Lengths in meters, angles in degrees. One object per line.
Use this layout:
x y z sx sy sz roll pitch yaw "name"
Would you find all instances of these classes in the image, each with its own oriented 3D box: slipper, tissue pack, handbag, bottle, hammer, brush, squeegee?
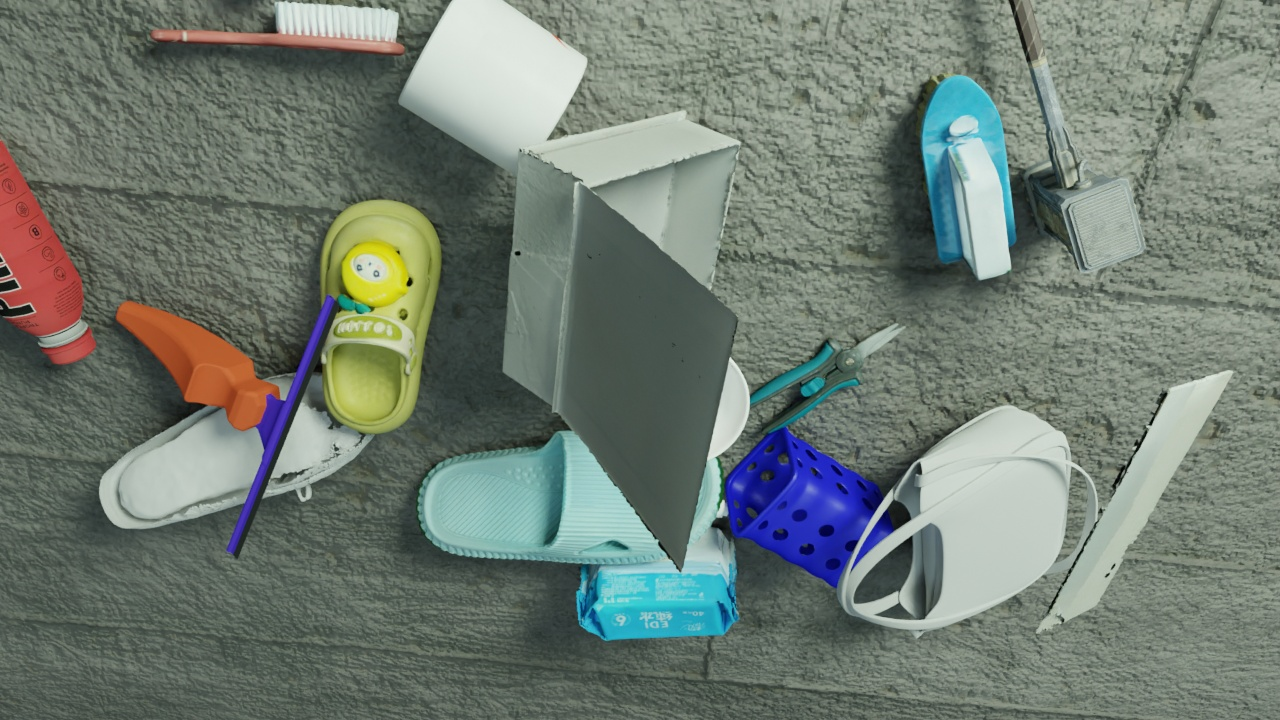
-0.209 -0.026 0.700 0.091 0.081 0.191 10 108 -1 "slipper"
0.015 0.199 0.825 0.144 0.092 0.062 -2 129 4 "tissue pack"
-0.336 0.081 0.789 0.247 0.074 0.112 -22 101 8 "slipper"
0.260 0.160 0.763 0.222 0.095 0.216 -25 124 -18 "handbag"
-0.066 0.119 0.787 0.276 0.069 0.116 -4 84 8 "slipper"
-0.476 -0.078 0.700 0.062 0.062 0.177 -8 121 7 "bottle"
0.247 -0.218 0.589 0.044 0.098 0.322 -21 111 14 "hammer"
-0.245 -0.225 0.619 0.172 0.041 0.030 3 105 2 "brush"
-0.344 0.008 0.733 0.185 0.055 0.250 33 112 9 "squeegee"
0.228 -0.130 0.638 0.055 0.075 0.136 -15 121 10 "brush"

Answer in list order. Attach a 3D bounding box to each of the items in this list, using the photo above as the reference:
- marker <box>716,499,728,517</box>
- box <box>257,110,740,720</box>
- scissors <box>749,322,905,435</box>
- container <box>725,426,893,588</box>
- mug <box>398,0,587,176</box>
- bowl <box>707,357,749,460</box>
0.015 0.121 0.823 0.133 0.020 0.017 9 138 6 "marker"
-0.029 0.016 0.487 0.148 0.504 0.167 9 123 1 "box"
0.153 0.018 0.765 0.129 0.019 0.139 9 115 4 "scissors"
0.146 0.128 0.798 0.113 0.084 0.085 31 116 -18 "container"
-0.104 -0.180 0.617 0.090 0.090 0.122 30 152 -17 "mug"
0.033 0.029 0.748 0.105 0.054 0.105 -1 104 -4 "bowl"
